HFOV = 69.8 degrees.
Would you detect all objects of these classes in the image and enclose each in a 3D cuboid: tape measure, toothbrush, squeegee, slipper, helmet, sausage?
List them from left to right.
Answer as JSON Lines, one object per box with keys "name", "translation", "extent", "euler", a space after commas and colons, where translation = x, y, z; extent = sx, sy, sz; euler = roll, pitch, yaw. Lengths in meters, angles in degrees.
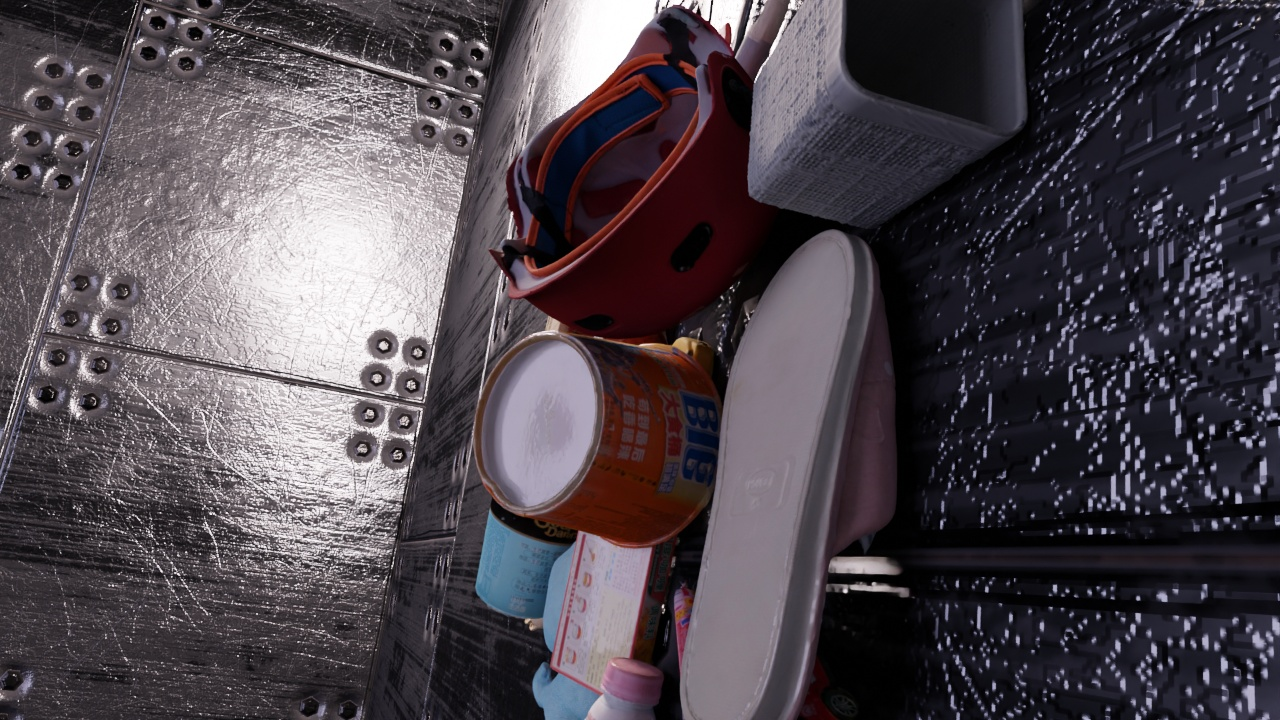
{"name": "helmet", "translation": [0.012, -0.099, 0.609], "extent": [0.207, 0.144, 0.239], "euler": [-37, 33, 28]}
{"name": "tape measure", "translation": [0.031, 0.011, 0.685], "extent": [0.057, 0.029, 0.060], "euler": [-135, 60, -70]}
{"name": "sausage", "translation": [0.034, 0.205, 0.562], "extent": [0.020, 0.020, 0.155], "euler": [121, 155, -45]}
{"name": "toothbrush", "translation": [0.066, -0.218, 0.755], "extent": [0.015, 0.018, 0.181], "euler": [-142, 67, -74]}
{"name": "squeegee", "translation": [0.085, -0.248, 0.678], "extent": [0.245, 0.039, 0.247], "euler": [-73, -1, -61]}
{"name": "slipper", "translation": [0.080, 0.054, 0.452], "extent": [0.114, 0.054, 0.273], "euler": [-35, 34, 55]}

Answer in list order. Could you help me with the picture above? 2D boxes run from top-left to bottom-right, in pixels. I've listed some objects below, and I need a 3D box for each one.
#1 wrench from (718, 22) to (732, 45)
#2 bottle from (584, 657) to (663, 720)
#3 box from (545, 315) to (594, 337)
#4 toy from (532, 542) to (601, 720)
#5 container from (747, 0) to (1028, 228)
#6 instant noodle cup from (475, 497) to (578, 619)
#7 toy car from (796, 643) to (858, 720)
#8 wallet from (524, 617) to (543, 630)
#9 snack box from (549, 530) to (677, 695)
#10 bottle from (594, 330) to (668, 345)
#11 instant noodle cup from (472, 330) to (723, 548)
{"name": "wrench", "translation": [0.027, -0.225, 0.881], "extent": [0.274, 0.016, 0.056], "euler": [138, 140, -63]}
{"name": "bottle", "translation": [-0.027, 0.302, 0.614], "extent": [0.068, 0.068, 0.197], "euler": [-177, 103, -72]}
{"name": "box", "translation": [-0.054, -0.008, 0.903], "extent": [0.092, 0.079, 0.168], "euler": [132, 152, -59]}
{"name": "toy", "translation": [-0.049, 0.220, 0.752], "extent": [0.162, 0.049, 0.156], "euler": [-47, 48, 36]}
{"name": "container", "translation": [0.109, -0.126, 0.442], "extent": [0.114, 0.090, 0.090], "euler": [135, 144, -65]}
{"name": "instant noodle cup", "translation": [-0.100, 0.167, 0.845], "extent": [0.111, 0.111, 0.120], "euler": [-133, 61, -69]}
{"name": "toy car", "translation": [0.068, 0.157, 0.451], "extent": [0.120, 0.045, 0.053], "euler": [-109, 37, -62]}
{"name": "wallet", "translation": [-0.094, 0.227, 0.934], "extent": [0.115, 0.024, 0.087], "euler": [131, 147, -55]}
{"name": "snack box", "translation": [-0.018, 0.165, 0.681], "extent": [0.077, 0.027, 0.155], "euler": [11, 89, 42]}
{"name": "bottle", "translation": [-0.004, 0.004, 0.752], "extent": [0.205, 0.059, 0.060], "euler": [-99, 27, -44]}
{"name": "instant noodle cup", "translation": [-0.034, 0.050, 0.627], "extent": [0.152, 0.111, 0.151], "euler": [-13, 70, 38]}
